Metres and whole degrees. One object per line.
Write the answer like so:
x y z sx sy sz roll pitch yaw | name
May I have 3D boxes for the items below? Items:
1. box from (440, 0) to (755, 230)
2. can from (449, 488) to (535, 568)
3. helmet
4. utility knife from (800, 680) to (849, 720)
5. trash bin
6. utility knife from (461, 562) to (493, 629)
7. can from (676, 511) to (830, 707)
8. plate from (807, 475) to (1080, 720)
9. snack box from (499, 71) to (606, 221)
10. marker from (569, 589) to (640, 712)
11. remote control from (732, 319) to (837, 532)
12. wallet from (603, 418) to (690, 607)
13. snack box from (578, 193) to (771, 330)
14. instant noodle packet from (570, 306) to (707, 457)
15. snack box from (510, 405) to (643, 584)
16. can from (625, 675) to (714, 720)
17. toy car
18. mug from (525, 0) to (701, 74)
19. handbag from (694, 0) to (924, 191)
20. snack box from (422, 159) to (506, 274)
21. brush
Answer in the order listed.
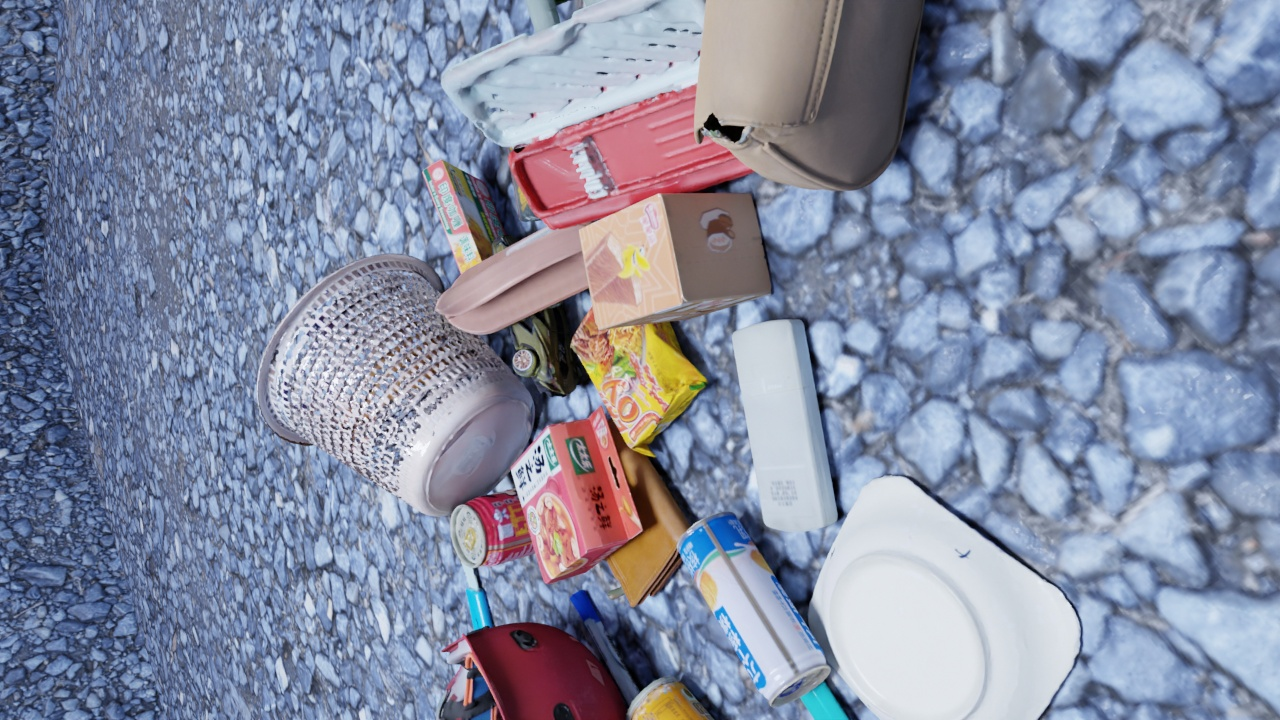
-0.020 -0.170 0.633 0.201 0.161 0.049 -11 46 29 | box
-0.127 0.158 0.879 0.067 0.093 0.066 11 105 47 | can
-0.079 0.322 0.807 0.207 0.143 0.241 52 144 35 | helmet
0.119 0.232 0.671 0.029 0.013 0.178 -55 53 30 | utility knife
-0.219 0.038 0.893 0.192 0.226 0.228 35 123 25 | trash bin
-0.177 0.291 1.020 0.034 0.018 0.208 -26 76 48 | utility knife
0.080 0.178 0.666 0.134 0.053 0.053 57 134 34 | can
0.175 0.174 0.584 0.164 0.034 0.164 39 124 37 | plate
-0.064 -0.190 0.783 0.113 0.053 0.125 -4 99 49 | snack box
-0.024 0.277 0.843 0.145 0.016 0.017 56 133 26 | marker
0.102 0.046 0.652 0.058 0.021 0.150 -11 88 49 | remote control
-0.012 0.135 0.795 0.130 0.035 0.119 55 130 30 | wallet
0.024 -0.072 0.665 0.095 0.092 0.077 -14 86 49 | snack box
-0.004 0.004 0.751 0.128 0.044 0.111 59 139 23 | instant noodle packet
-0.059 0.117 0.783 0.127 0.044 0.113 -48 56 52 | snack box
0.053 0.324 0.731 0.146 0.058 0.058 40 125 37 | can
-0.095 -0.042 0.825 0.042 0.070 0.158 -22 81 19 | toy car
-0.015 -0.245 0.665 0.124 0.083 0.103 -17 84 4 | mug
0.094 -0.202 0.520 0.100 0.147 0.205 20 107 44 | handbag
-0.152 -0.110 0.870 0.027 0.077 0.155 -28 74 17 | snack box
-0.098 -0.068 0.758 0.146 0.073 0.063 -25 79 7 | brush
